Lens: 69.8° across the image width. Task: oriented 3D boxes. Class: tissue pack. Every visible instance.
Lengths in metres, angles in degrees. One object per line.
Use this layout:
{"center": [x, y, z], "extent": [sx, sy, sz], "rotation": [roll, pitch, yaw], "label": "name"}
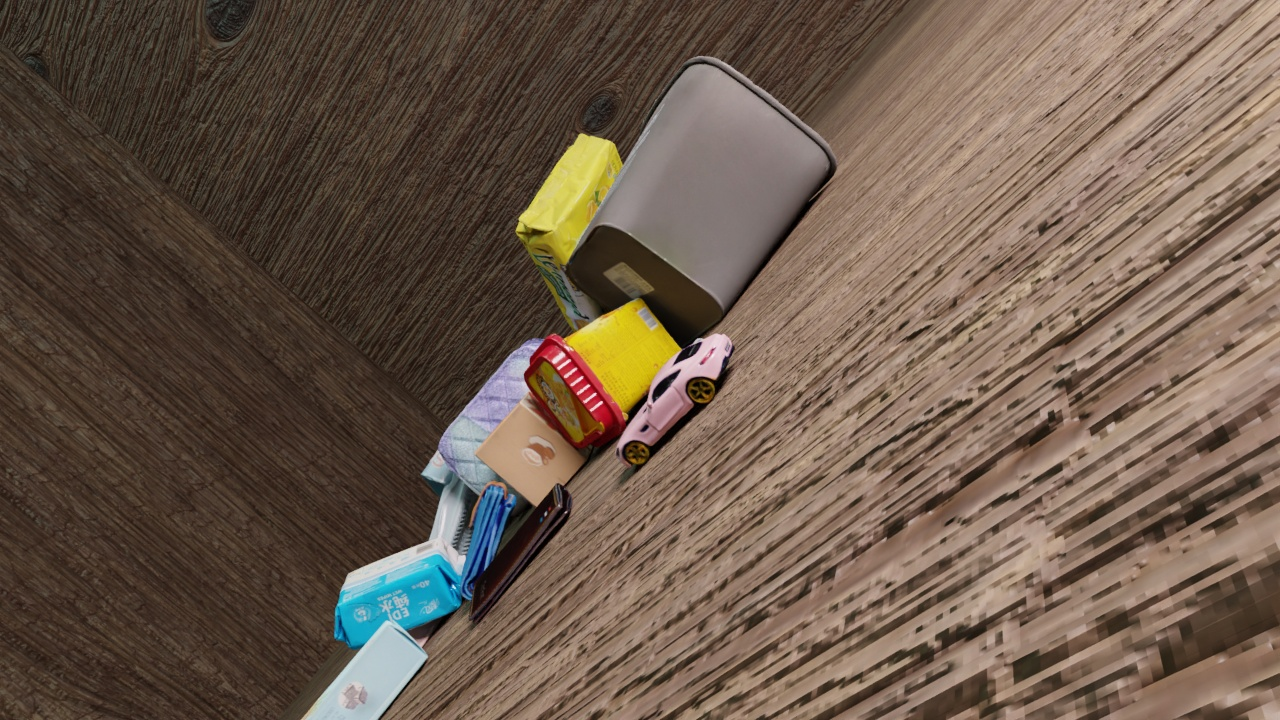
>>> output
{"center": [-0.250, 0.245, 0.963], "extent": [0.140, 0.063, 0.090], "rotation": [-21, 12, -7], "label": "tissue pack"}

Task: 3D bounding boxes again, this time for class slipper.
{"center": [-0.239, 0.171, 1.162], "extent": [0.104, 0.074, 0.244], "rotation": [74, -155, -62], "label": "slipper"}

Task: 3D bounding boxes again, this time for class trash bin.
{"center": [0.050, -0.152, 0.955], "extent": [0.219, 0.198, 0.199], "rotation": [-57, 8, -25], "label": "trash bin"}

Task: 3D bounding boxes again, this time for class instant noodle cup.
{"center": [-0.034, 0.008, 0.916], "extent": [0.123, 0.116, 0.116], "rotation": [-38, -1, -26], "label": "instant noodle cup"}

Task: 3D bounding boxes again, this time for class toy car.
{"center": [0.020, 0.027, 0.646], "extent": [0.123, 0.037, 0.056], "rotation": [-47, 3, 28], "label": "toy car"}

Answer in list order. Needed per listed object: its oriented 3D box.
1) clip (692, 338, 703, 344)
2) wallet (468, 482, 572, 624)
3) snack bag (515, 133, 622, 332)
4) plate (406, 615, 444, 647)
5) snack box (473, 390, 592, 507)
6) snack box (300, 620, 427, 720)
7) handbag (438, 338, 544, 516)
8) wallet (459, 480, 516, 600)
{"center": [0.037, 0.003, 0.760], "extent": [0.029, 0.024, 0.056], "rotation": [-39, 6, 46], "label": "clip"}
{"center": [-0.104, 0.164, 0.793], "extent": [0.122, 0.020, 0.096], "rotation": [-51, 5, 0], "label": "wallet"}
{"center": [-0.055, -0.125, 1.066], "extent": [0.068, 0.247, 0.157], "rotation": [8, 55, 29], "label": "snack bag"}
{"center": [-0.295, 0.347, 1.023], "extent": [0.229, 0.028, 0.229], "rotation": [-48, 4, 4], "label": "plate"}
{"center": [-0.109, 0.091, 0.980], "extent": [0.077, 0.093, 0.094], "rotation": [-47, 4, 10], "label": "snack box"}
{"center": [-0.271, 0.322, 0.838], "extent": [0.174, 0.051, 0.074], "rotation": [-51, 4, -20], "label": "snack box"}
{"center": [-0.133, 0.075, 1.075], "extent": [0.194, 0.134, 0.075], "rotation": [-47, 1, 18], "label": "handbag"}
{"center": [-0.153, 0.174, 0.909], "extent": [0.133, 0.040, 0.106], "rotation": [162, 125, -81], "label": "wallet"}
